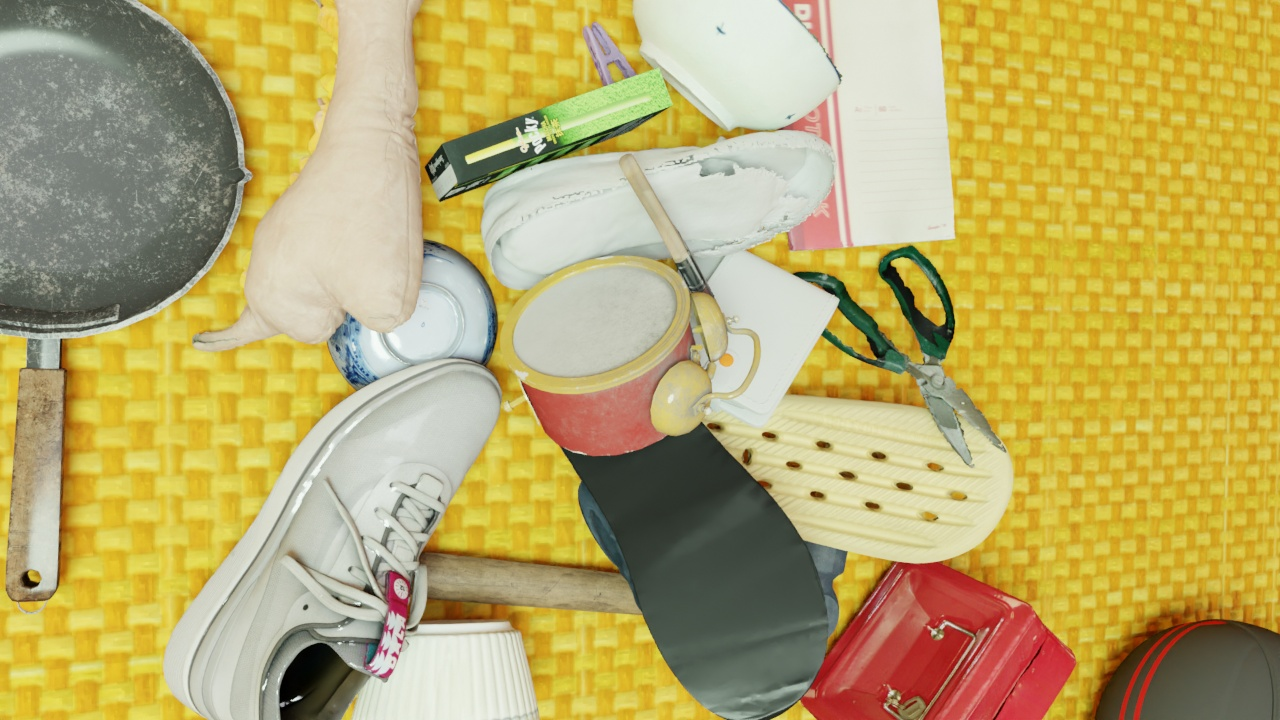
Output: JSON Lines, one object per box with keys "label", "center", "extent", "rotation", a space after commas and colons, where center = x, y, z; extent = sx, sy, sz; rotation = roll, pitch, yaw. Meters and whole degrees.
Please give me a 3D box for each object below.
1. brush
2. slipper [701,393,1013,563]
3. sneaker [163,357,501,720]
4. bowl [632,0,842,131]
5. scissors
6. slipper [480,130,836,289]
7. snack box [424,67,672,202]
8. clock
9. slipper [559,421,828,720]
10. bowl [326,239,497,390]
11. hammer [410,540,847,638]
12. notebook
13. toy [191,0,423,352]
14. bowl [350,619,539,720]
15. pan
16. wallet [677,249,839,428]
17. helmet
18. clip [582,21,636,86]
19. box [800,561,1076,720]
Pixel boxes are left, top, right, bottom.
{"label": "brush", "center": [0.022, -0.073, 0.581], "extent": [0.012, 0.039, 0.151], "rotation": [-28, 136, 8]}
{"label": "slipper", "center": [0.135, 0.082, 0.680], "extent": [0.261, 0.079, 0.111], "rotation": [9, 83, -1]}
{"label": "sneaker", "center": [-0.157, 0.115, 0.534], "extent": [0.262, 0.129, 0.097], "rotation": [-53, 139, -11]}
{"label": "bowl", "center": [0.052, -0.207, 0.608], "extent": [0.153, 0.153, 0.073], "rotation": [39, 101, -17]}
{"label": "scissors", "center": [0.181, -0.004, 0.668], "extent": [0.142, 0.015, 0.209], "rotation": [-2, 53, -13]}
{"label": "slipper", "center": [0.015, -0.108, 0.618], "extent": [0.246, 0.112, 0.074], "rotation": [-13, 66, -10]}
{"label": "snack box", "center": [-0.061, -0.145, 0.595], "extent": [0.147, 0.080, 0.025], "rotation": [-25, 100, -18]}
{"label": "clock", "center": [-0.003, 0.003, 0.570], "extent": [0.081, 0.159, 0.116], "rotation": [72, 28, -42]}
{"label": "slipper", "center": [0.027, 0.109, 0.603], "extent": [0.109, 0.083, 0.265], "rotation": [-30, 60, -9]}
{"label": "bowl", "center": [-0.143, -0.024, 0.588], "extent": [0.114, 0.045, 0.114], "rotation": [-1, 92, -20]}
{"label": "hammer", "center": [-0.002, 0.168, 0.654], "extent": [0.321, 0.040, 0.129], "rotation": [10, 92, -19]}
{"label": "notebook", "center": [0.174, -0.194, 0.716], "extent": [0.153, 0.012, 0.209], "rotation": [-7, 94, -19]}
{"label": "toy", "center": [-0.192, -0.139, 0.553], "extent": [0.196, 0.065, 0.264], "rotation": [-9, 79, 16]}
{"label": "bowl", "center": [-0.121, 0.196, 0.576], "extent": [0.115, 0.116, 0.062], "rotation": [4, 75, -20]}
{"label": "pan", "center": [-0.337, -0.037, 0.522], "extent": [0.207, 0.040, 0.357], "rotation": [3, 92, -20]}
{"label": "wallet", "center": [0.063, -0.025, 0.651], "extent": [0.115, 0.037, 0.118], "rotation": [29, 69, 13]}
{"label": "helmet", "center": [0.477, 0.314, 0.764], "extent": [0.170, 0.164, 0.264], "rotation": [46, 66, -4]}
{"label": "clip", "center": [-0.018, -0.213, 0.646], "extent": [0.042, 0.014, 0.052], "rotation": [-10, 97, -19]}
{"label": "box", "center": [0.227, 0.247, 0.689], "extent": [0.157, 0.135, 0.112], "rotation": [-48, 117, -12]}
